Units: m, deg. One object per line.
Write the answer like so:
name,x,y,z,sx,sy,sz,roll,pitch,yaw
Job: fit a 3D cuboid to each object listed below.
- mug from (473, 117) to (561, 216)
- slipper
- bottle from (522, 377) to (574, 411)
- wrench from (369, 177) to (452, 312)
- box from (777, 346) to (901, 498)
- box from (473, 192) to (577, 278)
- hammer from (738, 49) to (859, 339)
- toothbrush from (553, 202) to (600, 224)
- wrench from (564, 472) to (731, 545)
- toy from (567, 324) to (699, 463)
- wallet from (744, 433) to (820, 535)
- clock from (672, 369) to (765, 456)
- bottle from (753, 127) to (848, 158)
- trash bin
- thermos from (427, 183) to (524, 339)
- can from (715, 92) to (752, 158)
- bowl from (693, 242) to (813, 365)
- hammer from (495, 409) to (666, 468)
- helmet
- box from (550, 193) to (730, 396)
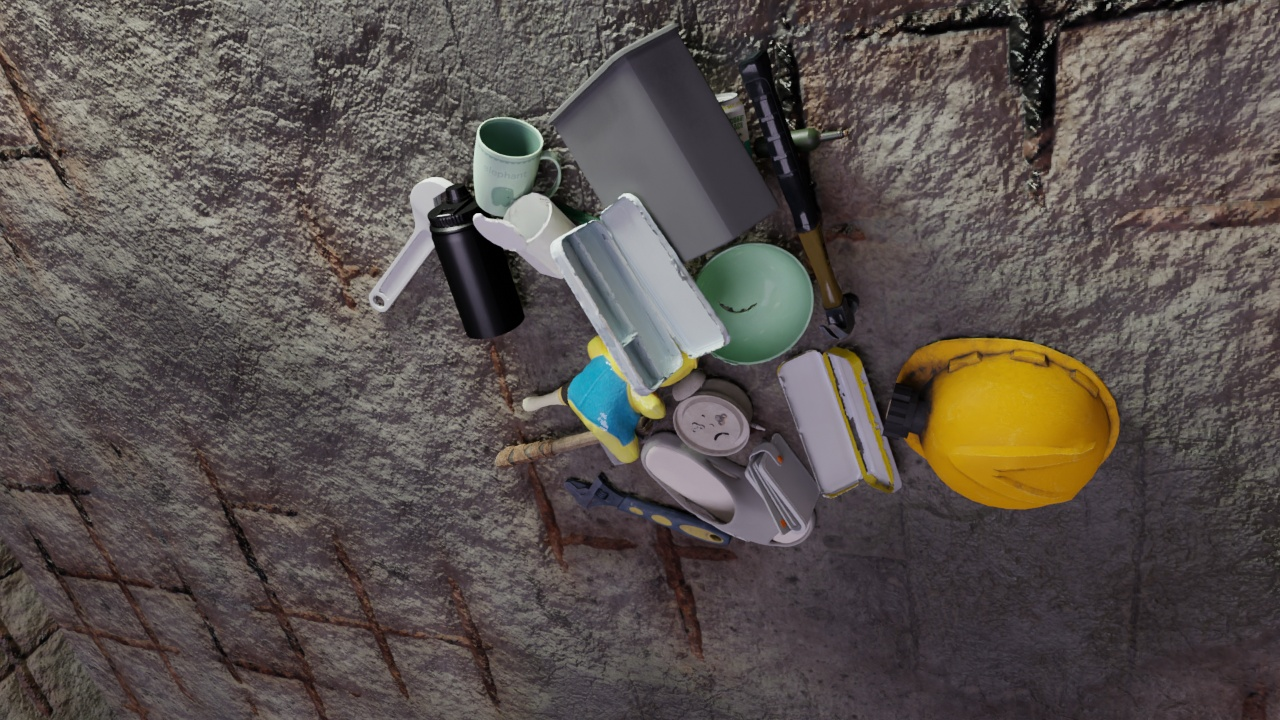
mug,-0.156,-0.238,1.163,0.111,0.084,0.104,7,137,-11
slipper,0.112,0.196,1.292,0.266,0.080,0.113,30,124,7
bottle,-0.095,0.047,1.321,0.185,0.045,0.045,-15,112,32
wrench,-0.336,-0.161,1.328,0.086,0.018,0.274,45,128,-6
box,0.257,0.081,1.171,0.117,0.057,0.210,-10,115,32
box,-0.134,-0.162,1.141,0.083,0.092,0.166,22,167,35
hammer,0.176,-0.171,1.006,0.025,0.117,0.333,-12,115,28
toothbrush,-0.036,-0.164,1.163,0.190,0.017,0.016,24,110,22
wrench,0.007,0.228,1.397,0.273,0.022,0.073,17,125,16
toy,-0.007,0.007,1.164,0.214,0.084,0.149,-51,61,15
wallet,0.186,0.170,1.217,0.038,0.115,0.118,-31,103,36
clock,0.089,0.056,1.231,0.104,0.061,0.157,-28,112,35
bottle,0.179,-0.245,1.025,0.106,0.025,0.025,-3,117,27
trash bin,0.022,-0.222,1.019,0.220,0.097,0.192,58,152,-8
thermos,-0.226,-0.136,1.241,0.086,0.085,0.199,0,122,25
can,0.097,-0.248,1.045,0.055,0.054,0.102,0,118,26
bowl,0.126,-0.076,1.107,0.151,0.077,0.151,-2,110,-5
hammer,-0.103,0.120,1.347,0.320,0.121,0.049,-17,111,41
helmet,0.412,0.092,1.055,0.255,0.131,0.206,15,123,16
box,0.012,-0.082,1.027,0.127,0.105,0.215,-24,102,37
